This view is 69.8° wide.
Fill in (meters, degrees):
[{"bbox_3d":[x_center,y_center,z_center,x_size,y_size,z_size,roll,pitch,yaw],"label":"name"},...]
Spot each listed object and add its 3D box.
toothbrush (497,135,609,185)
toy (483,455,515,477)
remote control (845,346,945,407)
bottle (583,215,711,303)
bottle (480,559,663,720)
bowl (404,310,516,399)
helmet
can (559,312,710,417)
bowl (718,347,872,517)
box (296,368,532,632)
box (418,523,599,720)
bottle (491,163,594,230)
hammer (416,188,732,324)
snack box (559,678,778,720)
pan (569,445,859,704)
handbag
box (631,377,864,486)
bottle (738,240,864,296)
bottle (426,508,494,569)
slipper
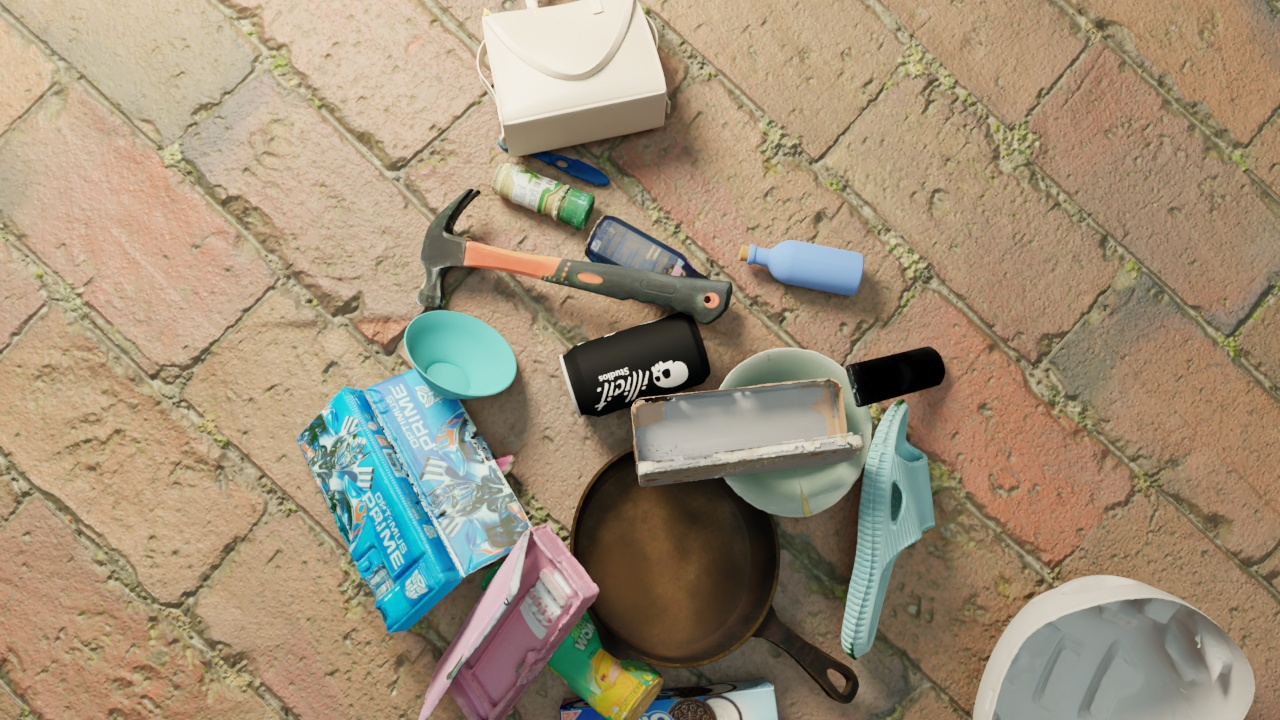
[{"bbox_3d":[-0.096,-0.220,1.012,0.132,0.016,0.021,20,77,0],"label":"toothbrush"},{"bbox_3d":[-0.187,0.122,0.980,0.102,0.050,0.065,18,55,9],"label":"toy"},{"bbox_3d":[0.271,0.015,0.969,0.140,0.021,0.045,-11,83,-36],"label":"remote control"},{"bbox_3d":[0.019,-0.098,0.988,0.161,0.056,0.056,29,86,0],"label":"bottle"},{"bbox_3d":[-0.076,0.283,0.936,0.210,0.068,0.068,35,86,22],"label":"bottle"},{"bbox_3d":[-0.196,0.006,0.969,0.121,0.120,0.046,34,126,1],"label":"bowl"},{"bbox_3d":[0.450,0.354,0.908,0.224,0.184,0.282,20,80,5],"label":"helmet"},{"bbox_3d":[-0.006,0.006,0.969,0.146,0.080,0.080,-18,87,-2],"label":"can"},{"bbox_3d":[0.152,0.075,0.975,0.174,0.068,0.174,0,88,-3],"label":"bowl"},{"bbox_3d":[-0.236,0.123,0.923,0.174,0.064,0.243,-34,65,-3],"label":"box"},{"bbox_3d":[-0.148,0.271,0.883,0.099,0.098,0.233,48,121,22],"label":"box"},{"bbox_3d":[-0.106,-0.179,0.998,0.110,0.042,0.042,22,86,1],"label":"bottle"},{"bbox_3d":[-0.070,-0.091,0.956,0.333,0.033,0.133,12,97,10],"label":"hammer"},{"bbox_3d":[0.030,0.376,0.960,0.226,0.059,0.059,-5,83,-1],"label":"snack box"},{"bbox_3d":[0.081,0.238,0.950,0.356,0.043,0.248,40,65,-5],"label":"pan"},{"bbox_3d":[-0.080,-0.337,0.986,0.194,0.101,0.197,-13,76,-4],"label":"handbag"},{"bbox_3d":[0.099,0.066,0.905,0.216,0.095,0.107,-6,61,-2],"label":"box"},{"bbox_3d":[0.172,-0.105,0.995,0.131,0.048,0.048,11,86,-1],"label":"bottle"},{"bbox_3d":[-0.204,0.183,0.964,0.108,0.060,0.060,10,86,1],"label":"bottle"},{"bbox_3d":[0.262,0.178,0.951,0.070,0.115,0.276,10,91,27],"label":"slipper"}]
